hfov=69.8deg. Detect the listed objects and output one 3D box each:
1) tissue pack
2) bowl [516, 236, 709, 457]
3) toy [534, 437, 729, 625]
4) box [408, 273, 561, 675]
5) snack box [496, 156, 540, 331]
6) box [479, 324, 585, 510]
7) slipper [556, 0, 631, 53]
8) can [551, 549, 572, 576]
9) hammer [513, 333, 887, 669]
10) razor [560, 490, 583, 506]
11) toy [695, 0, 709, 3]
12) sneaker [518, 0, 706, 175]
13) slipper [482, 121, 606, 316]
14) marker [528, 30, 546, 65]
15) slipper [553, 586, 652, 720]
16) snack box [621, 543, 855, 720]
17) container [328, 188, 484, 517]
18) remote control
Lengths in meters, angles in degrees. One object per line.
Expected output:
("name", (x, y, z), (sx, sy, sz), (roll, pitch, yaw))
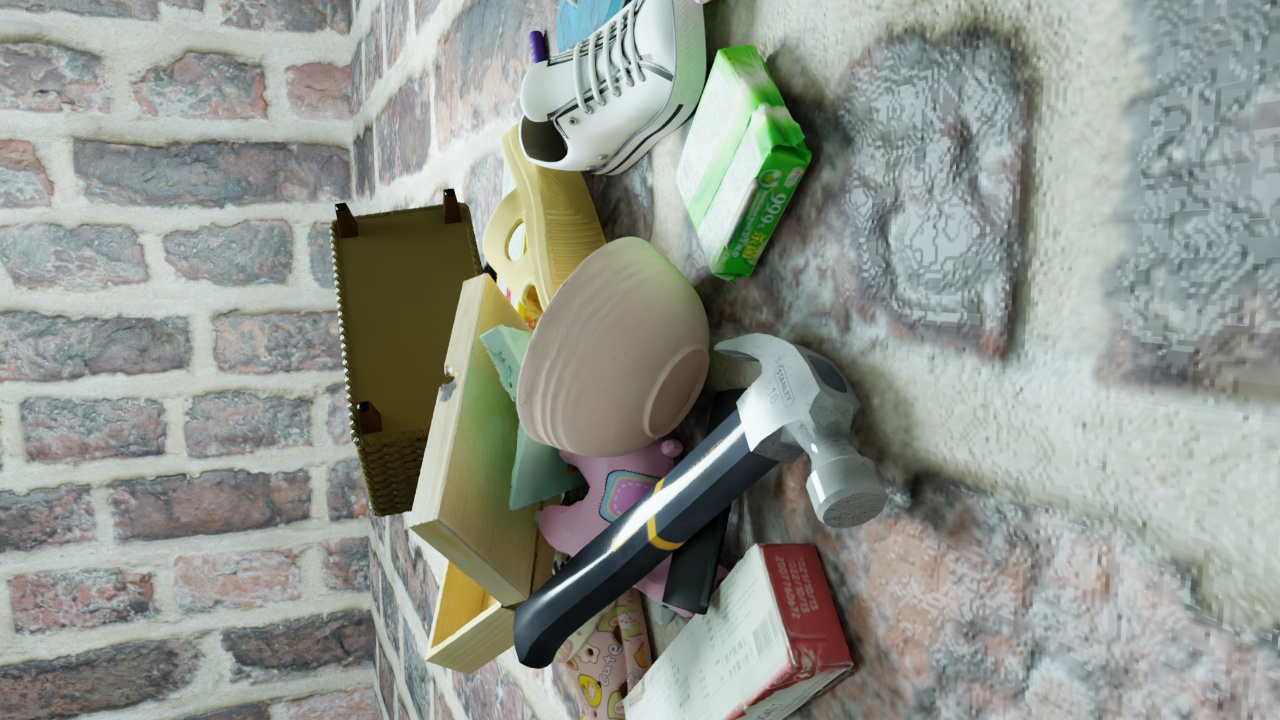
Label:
("tissue pack", (0.057, -0.115, 0.547), (0.114, 0.034, 0.099), (115, 147, -48))
("bowl", (-0.004, 0.004, 0.600), (0.076, 0.152, 0.153), (29, 125, 24))
("toy", (-0.002, 0.112, 0.655), (0.158, 0.067, 0.123), (11, 82, 43))
("box", (-0.121, 0.099, 0.778), (0.253, 0.119, 0.247), (90, -179, -47))
("snack box", (-0.116, -0.115, 0.944), (0.092, 0.042, 0.201), (-133, 45, -57))
("box", (-0.071, 0.043, 0.733), (0.187, 0.055, 0.138), (4, -108, -78))
("slipper", (-0.034, -0.345, 0.706), (0.296, 0.060, 0.118), (116, 140, -49))
("can", (-0.065, 0.207, 0.860), (0.106, 0.044, 0.044), (-114, 31, -41))
("hammer", (0.010, 0.106, 0.553), (0.313, 0.035, 0.139), (-47, 39, 33))
("razor", (-0.027, 0.122, 0.749), (0.144, 0.021, 0.044), (-14, 44, 49))
("toy", (0.037, -0.260, 0.548), (0.096, 0.041, 0.109), (-33, 69, 23))
("sneaker", (-0.035, -0.203, 0.671), (0.246, 0.097, 0.091), (166, 100, -67))
("slipper", (-0.082, -0.099, 0.779), (0.079, 0.099, 0.263), (-36, 49, 24))
("marker", (-0.097, -0.267, 0.915), (0.018, 0.015, 0.133), (118, 145, -74))
("slipper", (-0.042, 0.225, 0.764), (0.093, 0.081, 0.197), (145, 122, -63))
("snack box", (0.050, 0.211, 0.594), (0.274, 0.044, 0.076), (116, 149, -48))
("container", (-0.247, -0.021, 1.037), (0.205, 0.176, 0.320), (100, 158, -60))
("remote control", (0.042, 0.085, 0.574), (0.045, 0.021, 0.140), (-12, 61, 67))
